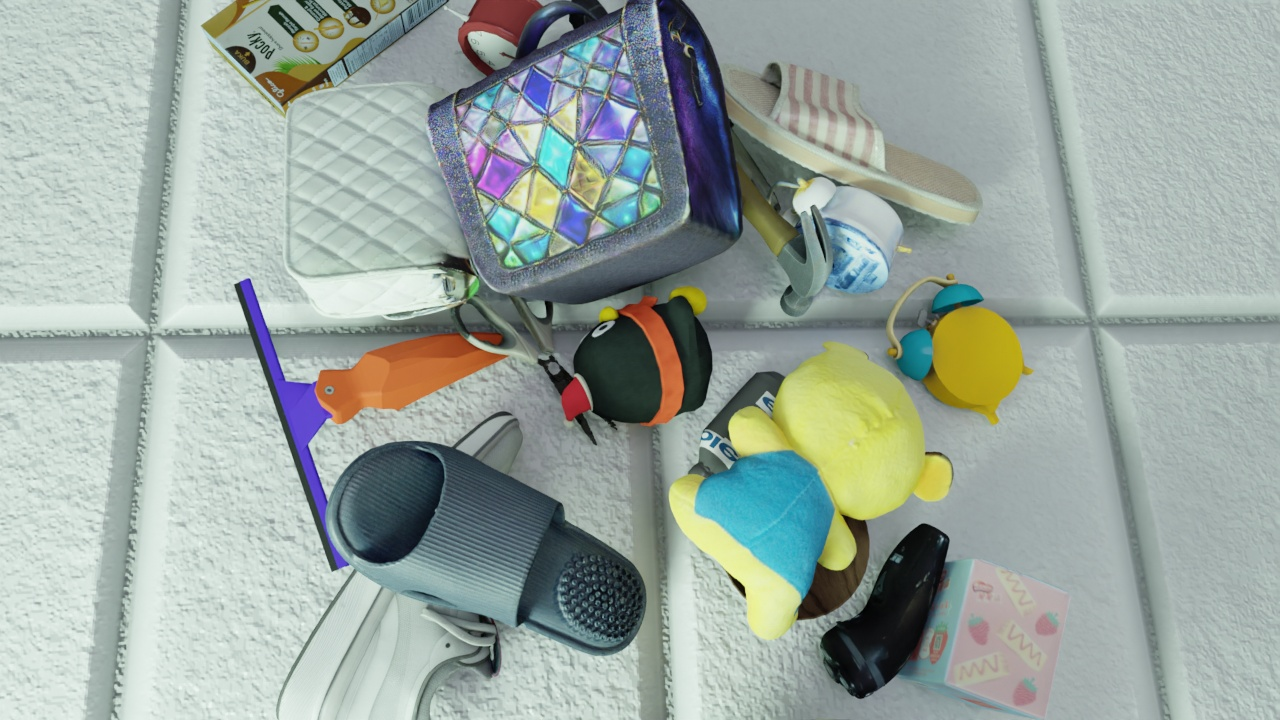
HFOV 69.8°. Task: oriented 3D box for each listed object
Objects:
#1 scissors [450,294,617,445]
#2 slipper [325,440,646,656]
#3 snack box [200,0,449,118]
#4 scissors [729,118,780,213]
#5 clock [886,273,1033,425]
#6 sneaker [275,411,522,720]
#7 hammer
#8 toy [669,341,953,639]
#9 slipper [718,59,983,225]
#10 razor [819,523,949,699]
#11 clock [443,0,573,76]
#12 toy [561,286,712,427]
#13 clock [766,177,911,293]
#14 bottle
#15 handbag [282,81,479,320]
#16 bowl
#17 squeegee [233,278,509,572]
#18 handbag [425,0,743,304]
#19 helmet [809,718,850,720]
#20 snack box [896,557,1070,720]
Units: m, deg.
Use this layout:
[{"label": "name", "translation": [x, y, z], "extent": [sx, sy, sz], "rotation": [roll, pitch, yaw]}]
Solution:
[{"label": "scissors", "translation": [-0.086, -0.004, 0.737], "extent": [0.153, 0.013, 0.163], "rotation": [7, 62, -32]}, {"label": "slipper", "translation": [-0.078, 0.130, 0.618], "extent": [0.263, 0.083, 0.101], "rotation": [34, 62, -32]}, {"label": "snack box", "translation": [-0.273, -0.306, 0.807], "extent": [0.101, 0.032, 0.185], "rotation": [44, 75, 7]}, {"label": "scissors", "translation": [0.094, -0.215, 0.830], "extent": [0.199, 0.015, 0.179], "rotation": [1, 74, -5]}, {"label": "clock", "translation": [0.269, -0.011, 0.779], "extent": [0.129, 0.044, 0.099], "rotation": [42, 74, -1]}, {"label": "sneaker", "translation": [-0.140, 0.163, 0.666], "extent": [0.128, 0.097, 0.262], "rotation": [33, 72, -9]}, {"label": "hammer", "translation": [0.045, -0.186, 0.774], "extent": [0.025, 0.118, 0.333], "rotation": [-34, 76, -18]}, {"label": "toy", "translation": [0.131, 0.085, 0.679], "extent": [0.213, 0.084, 0.149], "rotation": [-39, 91, -17]}, {"label": "slipper", "translation": [0.183, -0.194, 0.782], "extent": [0.263, 0.052, 0.114], "rotation": [22, 38, -11]}, {"label": "razor", "translation": [0.185, 0.185, 0.696], "extent": [0.063, 0.053, 0.140], "rotation": [30, 85, -16]}, {"label": "clock", "translation": [-0.101, -0.271, 0.787], "extent": [0.124, 0.087, 0.044], "rotation": [23, 74, 3]}, {"label": "toy", "translation": [-0.004, 0.004, 0.711], "extent": [0.119, 0.098, 0.099], "rotation": [-17, 88, -30]}, {"label": "clock", "translation": [0.160, -0.109, 0.769], "extent": [0.125, 0.089, 0.051], "rotation": [32, 68, 1]}, {"label": "bottle", "translation": [0.080, 0.057, 0.737], "extent": [0.047, 0.047, 0.112], "rotation": [42, 75, 6]}, {"label": "handbag", "translation": [-0.204, -0.127, 0.727], "extent": [0.139, 0.073, 0.194], "rotation": [-7, 63, -6]}, {"label": "bowl", "translation": [0.117, 0.143, 0.723], "extent": [0.119, 0.032, 0.119], "rotation": [2, 74, -6]}, {"label": "squeegee", "translation": [-0.188, 0.012, 0.716], "extent": [0.184, 0.055, 0.249], "rotation": [-18, 70, -22]}, {"label": "handbag", "translation": [-0.042, -0.168, 0.703], "extent": [0.205, 0.125, 0.222], "rotation": [-18, 81, 24]}, {"label": "helmet", "translation": [0.118, 0.340, 0.552], "extent": [0.233, 0.254, 0.233], "rotation": [1, 50, -12]}, {"label": "snack box", "translation": [0.255, 0.207, 0.689], "extent": [0.079, 0.093, 0.094], "rotation": [20, 73, 0]}]
